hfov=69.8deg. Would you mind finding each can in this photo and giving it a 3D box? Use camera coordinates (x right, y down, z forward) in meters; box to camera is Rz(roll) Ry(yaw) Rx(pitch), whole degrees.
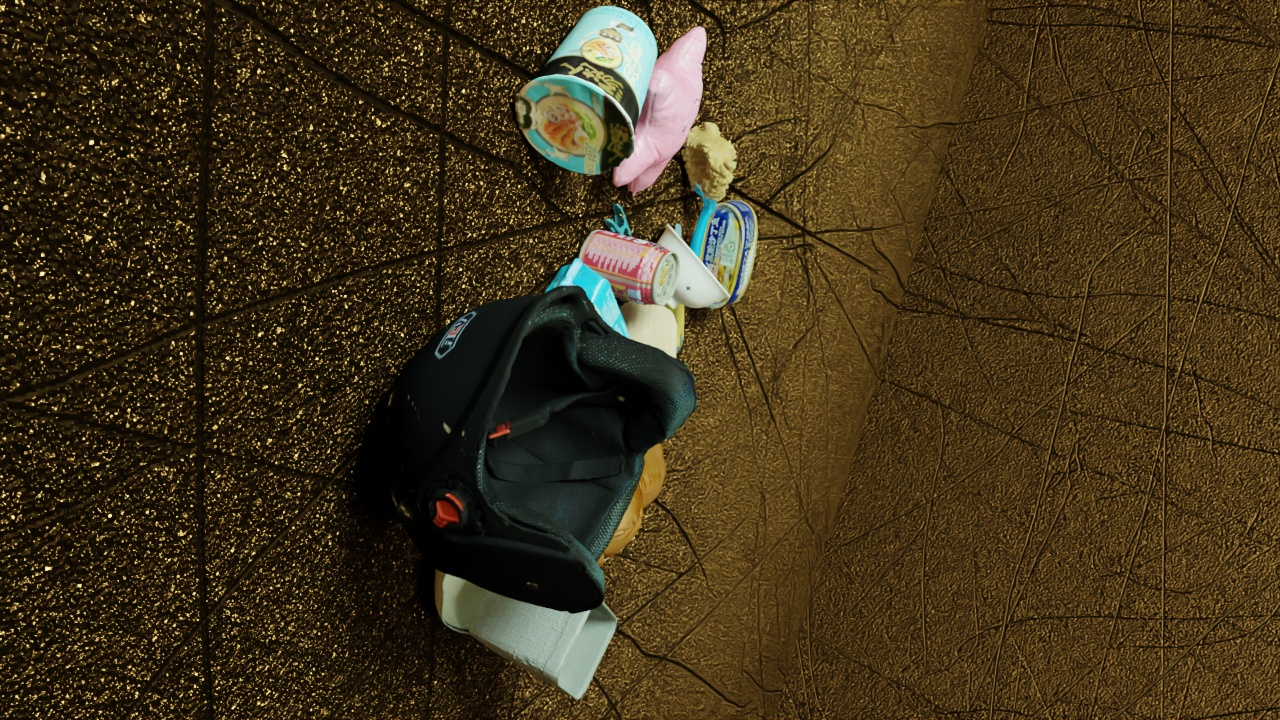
[{"bbox_3d":[-0.012,-0.098,0.982,0.066,0.094,0.067,-46,145,-46],"label":"can"},{"bbox_3d":[0.114,-0.144,1.256,0.049,0.075,0.148,-23,127,-57],"label":"can"}]

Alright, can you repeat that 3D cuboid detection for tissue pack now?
[{"bbox_3d":[-0.065,-0.030,0.950,0.089,0.063,0.140,-61,154,-22],"label":"tissue pack"}]

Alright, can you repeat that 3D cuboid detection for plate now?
[{"bbox_3d":[-0.139,0.148,0.946,0.265,0.034,0.162,-67,156,-12],"label":"plate"}]

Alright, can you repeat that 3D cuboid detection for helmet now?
[{"bbox_3d":[-0.096,0.066,0.745,0.232,0.230,0.275,-61,146,-45],"label":"helmet"}]

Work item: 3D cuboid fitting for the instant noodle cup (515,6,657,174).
[{"bbox_3d":[-0.040,-0.248,0.817,0.111,0.111,0.120,71,34,-54],"label":"instant noodle cup"}]

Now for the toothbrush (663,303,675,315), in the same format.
[{"bbox_3d":[0.008,-0.084,1.136,0.016,0.016,0.190,-66,156,-5],"label":"toothbrush"}]

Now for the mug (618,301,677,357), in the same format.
[{"bbox_3d":[-0.006,0.006,1.063,0.103,0.084,0.125,-83,-165,-44],"label":"mug"}]

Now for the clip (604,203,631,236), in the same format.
[{"bbox_3d":[-0.024,-0.149,1.022,0.040,0.014,0.056,-63,154,-19],"label":"clip"}]

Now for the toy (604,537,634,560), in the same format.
[{"bbox_3d":[-0.061,0.216,1.113,0.066,0.105,0.157,56,21,-10],"label":"toy"}]

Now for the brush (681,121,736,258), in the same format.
[{"bbox_3d":[0.077,-0.181,1.171,0.045,0.083,0.255,-24,140,-31],"label":"brush"}]

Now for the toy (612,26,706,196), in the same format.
[{"bbox_3d":[0.019,-0.253,0.967,0.194,0.074,0.179,-63,178,-49],"label":"toy"}]

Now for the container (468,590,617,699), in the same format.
[{"bbox_3d":[-0.100,0.270,0.927,0.090,0.114,0.090,-62,154,-23],"label":"container"}]

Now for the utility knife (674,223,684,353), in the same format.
[{"bbox_3d":[0.049,-0.095,1.228,0.030,0.021,0.207,-57,148,-45],"label":"utility knife"}]

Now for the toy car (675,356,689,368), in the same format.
[{"bbox_3d":[0.030,-0.001,1.200,0.031,0.049,0.106,-51,157,10],"label":"toy car"}]

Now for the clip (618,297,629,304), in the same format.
[{"bbox_3d":[-0.012,-0.074,1.094,0.025,0.033,0.057,-65,159,-11],"label":"clip"}]

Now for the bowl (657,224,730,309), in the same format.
[{"bbox_3d":[0.048,-0.103,1.127,0.065,0.118,0.118,-40,156,6],"label":"bowl"}]

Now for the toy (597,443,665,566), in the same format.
[{"bbox_3d":[-0.042,0.135,0.967,0.199,0.130,0.140,-75,171,-68],"label":"toy"}]
